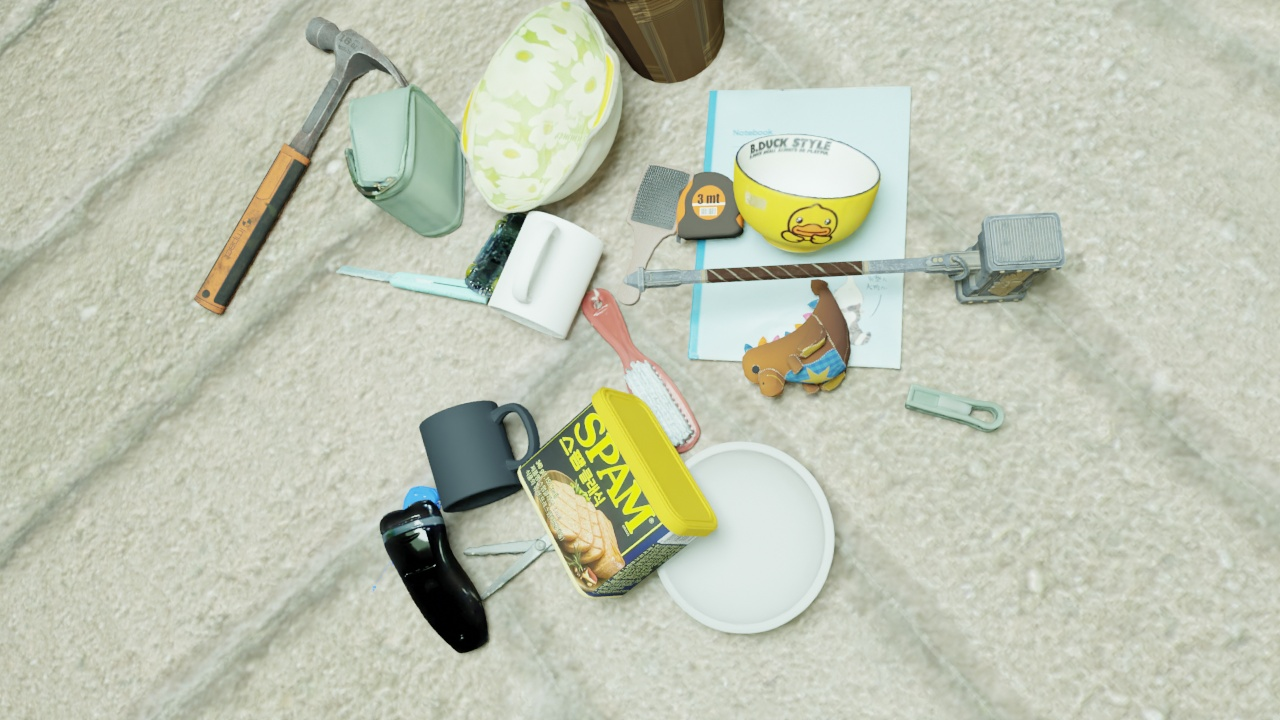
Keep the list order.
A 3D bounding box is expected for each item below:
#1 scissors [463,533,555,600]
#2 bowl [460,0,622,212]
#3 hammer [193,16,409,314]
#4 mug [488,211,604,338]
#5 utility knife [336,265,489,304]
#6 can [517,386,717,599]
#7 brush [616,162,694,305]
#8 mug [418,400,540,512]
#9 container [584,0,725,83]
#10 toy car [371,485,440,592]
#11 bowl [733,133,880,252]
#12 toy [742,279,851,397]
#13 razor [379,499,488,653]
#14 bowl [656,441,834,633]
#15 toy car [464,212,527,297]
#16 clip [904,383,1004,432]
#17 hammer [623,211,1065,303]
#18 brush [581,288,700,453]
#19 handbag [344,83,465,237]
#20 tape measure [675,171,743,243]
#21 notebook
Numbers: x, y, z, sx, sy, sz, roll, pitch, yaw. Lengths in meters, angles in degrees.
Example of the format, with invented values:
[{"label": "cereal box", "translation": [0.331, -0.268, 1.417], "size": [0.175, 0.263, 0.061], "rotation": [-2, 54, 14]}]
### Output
[{"label": "scissors", "translation": [-0.078, 0.146, 0.800], "size": [0.142, 0.014, 0.158], "rotation": [14, 82, 12]}, {"label": "bowl", "translation": [-0.076, -0.218, 0.821], "size": [0.220, 0.060, 0.188], "rotation": [5, 85, 47]}, {"label": "hammer", "translation": [-0.345, -0.184, 0.918], "size": [0.138, 0.035, 0.314], "rotation": [28, 88, 17]}, {"label": "mug", "translation": [-0.085, -0.077, 0.794], "size": [0.074, 0.110, 0.090], "rotation": [22, 85, 8]}, {"label": "utility knife", "translation": [-0.218, -0.074, 0.877], "size": [0.166, 0.015, 0.022], "rotation": [10, 59, 17]}, {"label": "can", "translation": [-0.022, 0.107, 0.733], "size": [0.104, 0.075, 0.135], "rotation": [-42, 61, 18]}, {"label": "brush", "translation": [0.006, -0.115, 0.829], "size": [0.050, 0.015, 0.135], "rotation": [16, 83, 17]}, {"label": "mug", "translation": [-0.133, 0.077, 0.792], "size": [0.105, 0.071, 0.077], "rotation": [-26, 74, 21]}, {"label": "container", "translation": [0.012, -0.325, 0.789], "size": [0.132, 0.167, 0.132], "rotation": [-3, 79, 13]}, {"label": "toy car", "translation": [-0.209, 0.155, 0.804], "size": [0.033, 0.062, 0.092], "rotation": [7, 81, 15]}, {"label": "bowl", "translation": [0.132, -0.131, 0.754], "size": [0.117, 0.068, 0.117], "rotation": [2, 38, -2]}, {"label": "toy", "translation": [0.127, -0.020, 0.762], "size": [0.090, 0.070, 0.102], "rotation": [-16, 54, 23]}, {"label": "razor", "translation": [-0.172, 0.184, 0.784], "size": [0.053, 0.063, 0.140], "rotation": [-22, 105, 6]}, {"label": "bowl", "translation": [0.085, 0.142, 0.742], "size": [0.150, 0.043, 0.149], "rotation": [-5, 76, 21]}, {"label": "toy car", "translation": [-0.127, -0.097, 0.850], "size": [0.039, 0.027, 0.089], "rotation": [24, 72, 19]}, {"label": "clip", "translation": [0.251, 0.038, 0.734], "size": [0.076, 0.042, 0.023], "rotation": [16, 85, 16]}, {"label": "hammer", "translation": [0.148, -0.071, 0.719], "size": [0.322, 0.098, 0.044], "rotation": [-3, 78, 4]}, {"label": "brush", "translation": [-0.005, 0.005, 0.801], "size": [0.041, 0.030, 0.172], "rotation": [-34, 73, 5]}, {"label": "handbag", "translation": [-0.214, -0.180, 0.839], "size": [0.067, 0.122, 0.106], "rotation": [-7, 78, 12]}, {"label": "tape measure", "translation": [0.061, -0.133, 0.799], "size": [0.058, 0.038, 0.059], "rotation": [-1, 92, 14]}, {"label": "notebook", "translation": [0.138, -0.120, 0.801], "size": [0.181, 0.009, 0.253], "rotation": [2, 80, 14]}]
